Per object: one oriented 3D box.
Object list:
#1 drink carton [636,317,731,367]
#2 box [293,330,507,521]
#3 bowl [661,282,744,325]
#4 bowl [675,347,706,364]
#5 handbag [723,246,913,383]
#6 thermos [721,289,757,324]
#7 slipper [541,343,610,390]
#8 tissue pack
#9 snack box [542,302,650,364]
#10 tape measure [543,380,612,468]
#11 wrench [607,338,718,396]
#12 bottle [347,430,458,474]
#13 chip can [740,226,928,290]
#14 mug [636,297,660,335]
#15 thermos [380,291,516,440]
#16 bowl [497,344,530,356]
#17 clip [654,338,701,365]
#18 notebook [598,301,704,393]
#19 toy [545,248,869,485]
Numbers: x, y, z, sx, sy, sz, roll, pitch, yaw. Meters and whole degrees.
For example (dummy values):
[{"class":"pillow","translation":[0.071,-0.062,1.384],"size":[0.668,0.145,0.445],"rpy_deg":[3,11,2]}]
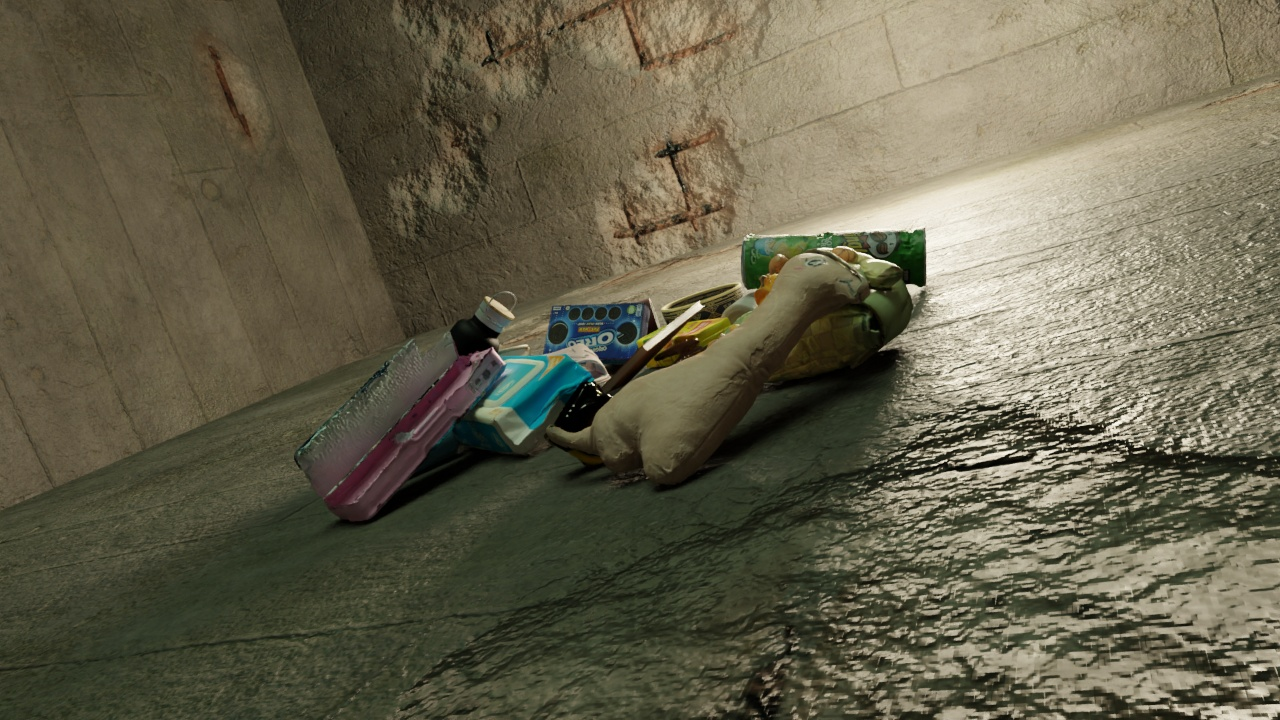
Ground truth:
[{"class":"drink carton","translation":[0.057,-0.020,1.145],"size":[0.058,0.043,0.135],"rpy_deg":[-28,12,-29]},{"class":"box","translation":[-0.251,0.051,0.949],"size":[0.085,0.096,0.229],"rpy_deg":[-10,34,48]},{"class":"bowl","translation":[0.090,-0.058,1.234],"size":[0.112,0.061,0.112],"rpy_deg":[-18,9,3]},{"class":"bowl","translation":[0.036,0.025,0.921],"size":[0.114,0.026,0.102],"rpy_deg":[-33,-9,14]},{"class":"handbag","translation":[0.157,-0.047,0.861],"size":[0.187,0.117,0.113],"rpy_deg":[-11,12,33]},{"class":"thermos","translation":[0.166,-0.075,1.210],"size":[0.052,0.052,0.223],"rpy_deg":[-14,10,28]},{"class":"slipper","translation":[-0.099,0.016,1.175],"size":[0.094,0.064,0.239],"rpy_deg":[-21,8,-12]},{"class":"tissue pack","translation":[-0.137,0.047,1.013],"size":[0.116,0.066,0.210],"rpy_deg":[-43,21,-24]},{"class":"snack box","translation":[-0.062,-0.036,1.267],"size":[0.150,0.082,0.027],"rpy_deg":[-1,-20,28]},{"class":"tape measure","translation":[-0.041,0.058,0.806],"size":[0.067,0.062,0.038],"rpy_deg":[-58,15,-7]},{"class":"wrench","translation":[0.009,0.021,0.956],"size":[0.073,0.018,0.272],"rpy_deg":[-37,-9,37]},{"class":"bottle","translation":[-0.269,0.112,1.024],"size":[0.129,0.040,0.040],"rpy_deg":[-24,11,-30]},{"class":"chip can","translation":[0.237,-0.124,1.132],"size":[0.223,0.075,0.075],"rpy_deg":[0,14,16]},{"class":"mug","translation":[-0.015,-0.047,1.333],"size":[0.082,0.073,0.105],"rpy_deg":[-18,15,4]},{"class":"thermos","translation":[-0.224,0.011,1.096],"size":[0.231,0.061,0.061],"rpy_deg":[-52,6,8]},{"class":"bowl","translation":[-0.225,0.042,1.221],"size":[0.220,0.060,0.188],"rpy_deg":[-25,-5,39]},{"class":"clip","translation":[0.048,0.002,1.073],"size":[0.061,0.043,0.024],"rpy_deg":[-24,-8,27]},{"class":"notebook","translation":[-0.006,0.006,1.019],"size":[0.142,0.008,0.208],"rpy_deg":[-46,-3,25]},{"class":"toy","translation":[0.059,-0.007,0.758],"size":[0.196,0.065,0.263],"rpy_deg":[12,53,42]}]
